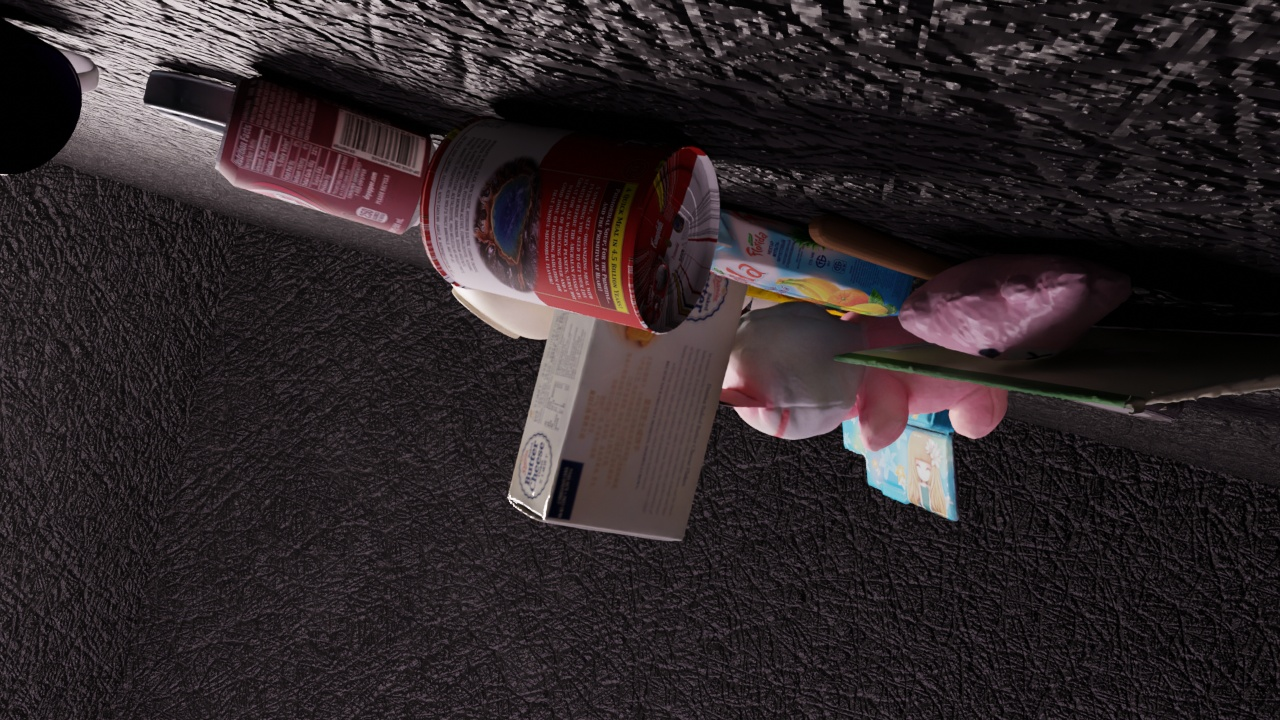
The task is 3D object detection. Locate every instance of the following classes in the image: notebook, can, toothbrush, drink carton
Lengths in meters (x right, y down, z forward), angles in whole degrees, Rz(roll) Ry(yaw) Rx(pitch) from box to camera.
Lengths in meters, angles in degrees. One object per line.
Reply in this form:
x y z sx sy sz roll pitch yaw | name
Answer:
0.242 -0.002 0.494 0.181 0.010 0.253 -6 -174 -14 | notebook
-0.180 -0.118 0.533 0.114 0.063 0.063 15 180 -26 | can
0.160 -0.052 0.515 0.166 0.016 0.016 14 180 -28 | toothbrush
0.095 -0.058 0.545 0.129 0.038 0.044 15 180 -3 | drink carton
-0.033 -0.066 0.438 0.116 0.086 0.086 15 180 26 | can

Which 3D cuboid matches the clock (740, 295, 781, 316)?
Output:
0.058 -0.062 0.764 0.138 0.048 0.096 13 179 33 | clock

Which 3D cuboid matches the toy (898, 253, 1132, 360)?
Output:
0.188 -0.027 0.443 0.099 0.052 0.096 3 171 -17 | toy

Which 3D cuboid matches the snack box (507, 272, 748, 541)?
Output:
-0.003 0.003 0.582 0.104 0.208 0.057 14 180 -31 | snack box

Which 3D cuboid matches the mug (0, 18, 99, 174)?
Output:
-0.397 -0.175 0.555 0.100 0.085 0.118 27 -148 8 | mug

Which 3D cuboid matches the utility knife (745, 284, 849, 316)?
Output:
0.125 -0.051 0.707 0.162 0.031 0.017 12 -152 -17 | utility knife

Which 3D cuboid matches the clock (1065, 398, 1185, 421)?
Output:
0.351 0.012 0.685 0.123 0.044 0.091 15 180 19 | clock

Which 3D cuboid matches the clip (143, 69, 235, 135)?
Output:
-0.237 -0.154 0.618 0.163 0.028 0.107 16 -178 -9 | clip

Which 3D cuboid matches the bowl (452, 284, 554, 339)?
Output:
-0.105 -0.067 0.749 0.151 0.075 0.150 37 -176 -3 | bowl

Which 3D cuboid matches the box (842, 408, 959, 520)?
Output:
0.266 0.058 0.979 0.056 0.185 0.227 4 -177 -16 | box

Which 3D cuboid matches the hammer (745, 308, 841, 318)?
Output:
0.073 -0.054 0.917 0.323 0.033 0.115 22 157 28 | hammer

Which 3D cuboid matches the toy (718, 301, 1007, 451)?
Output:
0.145 0.003 0.660 0.213 0.084 0.141 -2 -150 0 | toy
